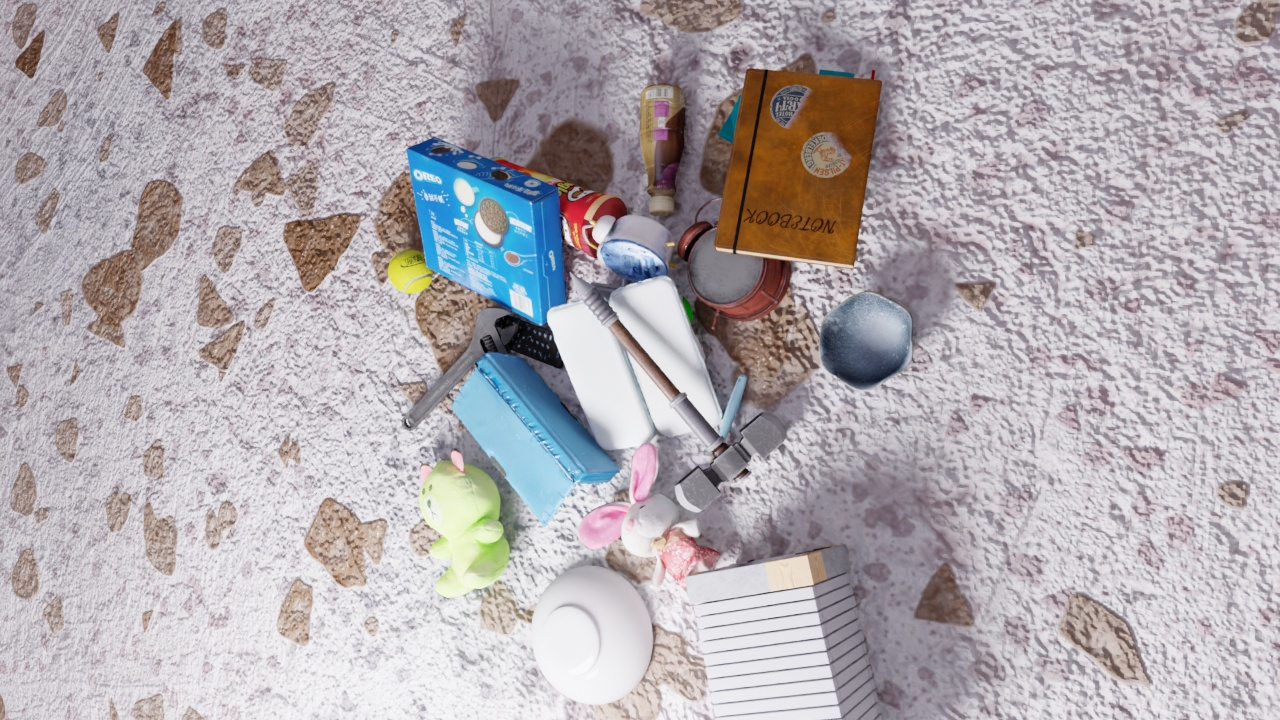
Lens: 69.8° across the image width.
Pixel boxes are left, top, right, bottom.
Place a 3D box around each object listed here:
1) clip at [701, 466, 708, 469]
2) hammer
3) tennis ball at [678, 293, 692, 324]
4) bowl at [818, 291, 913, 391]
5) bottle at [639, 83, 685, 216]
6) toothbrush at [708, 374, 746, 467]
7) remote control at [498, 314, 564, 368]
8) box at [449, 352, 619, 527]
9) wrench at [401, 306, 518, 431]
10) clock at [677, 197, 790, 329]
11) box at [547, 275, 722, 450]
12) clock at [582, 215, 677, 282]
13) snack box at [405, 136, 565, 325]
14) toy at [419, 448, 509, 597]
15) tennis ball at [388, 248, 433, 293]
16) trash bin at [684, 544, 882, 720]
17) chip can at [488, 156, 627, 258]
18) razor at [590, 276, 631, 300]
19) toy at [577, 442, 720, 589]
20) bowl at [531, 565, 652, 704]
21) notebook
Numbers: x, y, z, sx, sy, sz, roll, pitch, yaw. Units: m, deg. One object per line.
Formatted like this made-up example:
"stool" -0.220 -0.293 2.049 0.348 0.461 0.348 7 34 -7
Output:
"clip" 0.086 0.147 1.149 0.052 0.014 0.043 0 85 31
"hammer" 0.020 0.018 1.103 0.156 0.043 0.322 -40 87 1
"tennis ball" 0.034 -0.057 1.167 0.065 0.065 0.065 -3 83 28
"bowl" 0.262 -0.020 1.045 0.110 0.055 0.110 -3 84 28
"bottle" 0.028 -0.272 1.196 0.060 0.059 0.166 -2 85 28
"toothbrush" 0.104 0.091 1.133 0.022 0.016 0.155 14 83 48
"remote control" -0.160 -0.031 1.297 0.150 0.022 0.047 21 96 30
"box" -0.149 0.105 1.237 0.231 0.094 0.112 47 108 23
"wrench" -0.268 0.018 1.331 0.073 0.018 0.274 48 117 1
"clock" 0.112 -0.124 1.128 0.121 0.072 0.157 -22 75 25
"box" -0.009 0.009 1.157 0.192 0.045 0.209 -12 106 27
"clock" -0.016 -0.142 1.150 0.125 0.089 0.051 16 66 12
"snack box" -0.211 -0.178 1.257 0.239 0.056 0.196 27 137 28
"toy" -0.242 0.224 1.275 0.151 0.107 0.196 -31 60 47
"tennis ball" -0.346 -0.134 1.381 0.065 0.065 0.065 -3 83 28
"trash bin" 0.166 0.342 1.010 0.143 0.142 0.246 -17 77 26
"chip can" -0.127 -0.213 1.260 0.213 0.087 0.087 25 96 29
"razor" -0.013 -0.133 1.218 0.088 0.047 0.116 10 82 29
"toy" 0.023 0.217 1.136 0.194 0.084 0.159 45 103 26
"bowl" -0.075 0.357 1.183 0.177 0.066 0.176 -3 83 28
"notebook" 0.179 -0.238 1.083 0.178 0.014 0.249 9 79 11
